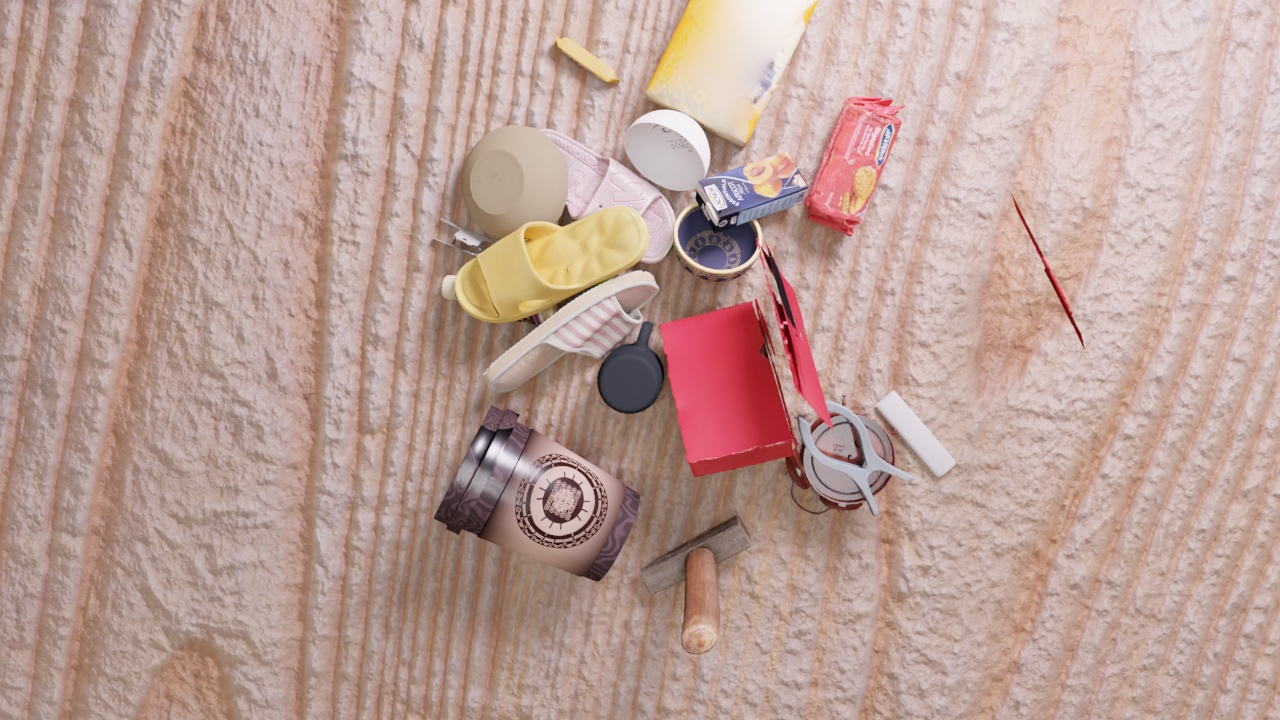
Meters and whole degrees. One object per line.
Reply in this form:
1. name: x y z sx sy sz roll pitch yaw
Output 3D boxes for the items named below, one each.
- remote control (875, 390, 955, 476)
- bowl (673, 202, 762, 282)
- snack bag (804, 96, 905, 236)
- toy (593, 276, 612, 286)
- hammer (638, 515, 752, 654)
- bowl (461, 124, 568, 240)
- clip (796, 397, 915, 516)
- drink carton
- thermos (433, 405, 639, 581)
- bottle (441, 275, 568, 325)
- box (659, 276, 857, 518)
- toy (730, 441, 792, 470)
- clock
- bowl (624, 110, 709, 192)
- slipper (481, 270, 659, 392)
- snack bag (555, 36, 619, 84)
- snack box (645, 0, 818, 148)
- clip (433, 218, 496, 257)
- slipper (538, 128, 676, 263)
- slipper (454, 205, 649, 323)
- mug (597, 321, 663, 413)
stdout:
1. remote control: 0.369 0.099 1.228 0.033 0.012 0.131 -41 93 7
2. bowl: 0.096 -0.145 1.184 0.112 0.061 0.112 2 64 -4
3. snack bag: 0.267 -0.251 1.159 0.082 0.082 0.176 21 97 1
4. toy: -0.075 -0.125 1.212 0.093 0.036 0.094 30 120 -16
5. hammer: 0.067 0.283 1.124 0.158 0.300 0.037 -29 94 6
6. bowl: -0.170 -0.226 1.175 0.152 0.050 0.152 3 97 25
7. clip: 0.253 0.129 1.159 0.163 0.028 0.112 43 97 -1
8. drink carton: 0.139 -0.213 1.161 0.130 0.040 0.064 -21 67 -12
9. thermos: -0.130 0.182 1.198 0.226 0.172 0.173 27 98 -7
10. bottle: -0.182 -0.085 1.216 0.166 0.059 0.059 10 97 11
11. box: 0.159 0.075 1.243 0.198 0.351 0.216 -16 59 8
12. toy: 0.124 0.070 1.217 0.124 0.096 0.131 -21 114 11
13. clock: 0.260 0.135 1.210 0.120 0.072 0.158 35 97 -1
14. bowl: 0.041 -0.274 1.163 0.114 0.115 0.050 30 65 -1
15. slipper: -0.086 -0.025 1.199 0.263 0.115 0.052 -33 70 10
16. snack bag: -0.069 -0.388 1.187 0.099 0.026 0.020 35 97 -2
17. snack box: 0.114 -0.388 1.148 0.145 0.080 0.195 27 98 0
18. clip: -0.227 -0.159 1.216 0.102 0.056 0.056 23 66 0
19. slipper: -0.054 -0.218 1.189 0.239 0.064 0.094 35 98 0
20. slipper: -0.117 -0.122 1.139 0.264 0.078 0.099 -20 78 10
21. mug: -0.007 0.007 1.198 0.085 0.094 0.122 18 98 1
